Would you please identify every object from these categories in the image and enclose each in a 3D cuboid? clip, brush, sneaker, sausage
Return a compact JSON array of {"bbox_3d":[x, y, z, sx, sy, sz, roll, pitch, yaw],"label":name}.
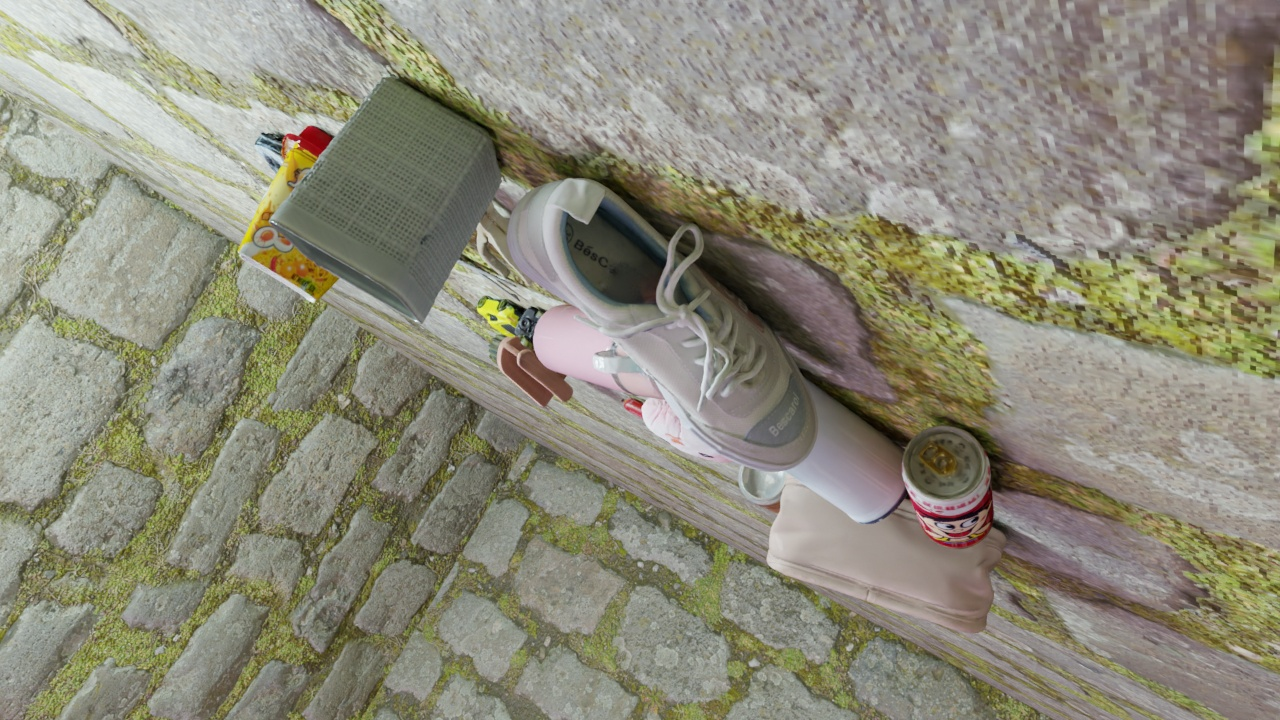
[{"bbox_3d":[-0.100,-0.096,0.684,0.084,0.034,0.104,29,162,29],"label":"clip"},{"bbox_3d":[-0.144,0.009,1.219,0.073,0.063,0.145,29,169,32],"label":"brush"},{"bbox_3d":[0.032,-0.021,0.540,0.242,0.089,0.091,41,163,-18],"label":"sneaker"},{"bbox_3d":[0.038,0.081,1.168,0.156,0.020,0.020,25,168,27],"label":"sausage"}]

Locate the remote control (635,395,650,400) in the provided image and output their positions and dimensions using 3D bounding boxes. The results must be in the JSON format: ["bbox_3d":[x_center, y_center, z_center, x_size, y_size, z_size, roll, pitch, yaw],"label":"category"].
[{"bbox_3d":[-0.034,0.014,1.039,0.150,0.021,0.058,19,165,47],"label":"remote control"}]

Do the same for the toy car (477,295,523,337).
[{"bbox_3d":[-0.160,-0.049,1.070,0.048,0.032,0.105,36,170,-30],"label":"toy car"}]

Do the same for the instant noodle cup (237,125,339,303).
[{"bbox_3d":[-0.288,-0.124,0.816,0.116,0.123,0.116,34,170,-19],"label":"instant noodle cup"}]

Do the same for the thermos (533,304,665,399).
[{"bbox_3d":[-0.030,-0.008,0.771,0.087,0.067,0.199,-4,-170,-29],"label":"thermos"}]

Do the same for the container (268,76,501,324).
[{"bbox_3d":[-0.149,-0.099,0.567,0.090,0.114,0.090,30,170,2],"label":"container"}]

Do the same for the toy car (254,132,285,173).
[{"bbox_3d":[-0.340,-0.188,0.915,0.049,0.031,0.105,27,170,25],"label":"toy car"}]

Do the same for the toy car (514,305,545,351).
[{"bbox_3d":[-0.088,-0.021,0.976,0.090,0.042,0.035,34,-166,10],"label":"toy car"}]

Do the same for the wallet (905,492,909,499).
[{"bbox_3d":[0.203,0.115,0.873,0.097,0.019,0.121,27,171,14],"label":"wallet"}]

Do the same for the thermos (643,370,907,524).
[{"bbox_3d":[0.093,0.035,0.660,0.224,0.073,0.073,34,169,-18],"label":"thermos"}]

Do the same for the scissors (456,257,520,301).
[{"bbox_3d":[-0.199,-0.110,0.945,0.162,0.012,0.175,18,165,45],"label":"scissors"}]

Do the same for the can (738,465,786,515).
[{"bbox_3d":[0.149,0.132,0.957,0.058,0.058,0.116,24,175,33],"label":"can"}]

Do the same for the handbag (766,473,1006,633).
[{"bbox_3d":[0.231,0.171,0.860,0.193,0.093,0.234,16,177,20],"label":"handbag"}]

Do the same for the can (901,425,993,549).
[{"bbox_3d":[0.210,0.088,0.621,0.053,0.053,0.133,25,168,29],"label":"can"}]

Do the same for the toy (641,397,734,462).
[{"bbox_3d":[0.069,0.078,0.985,0.121,0.054,0.159,18,172,30],"label":"toy"}]
